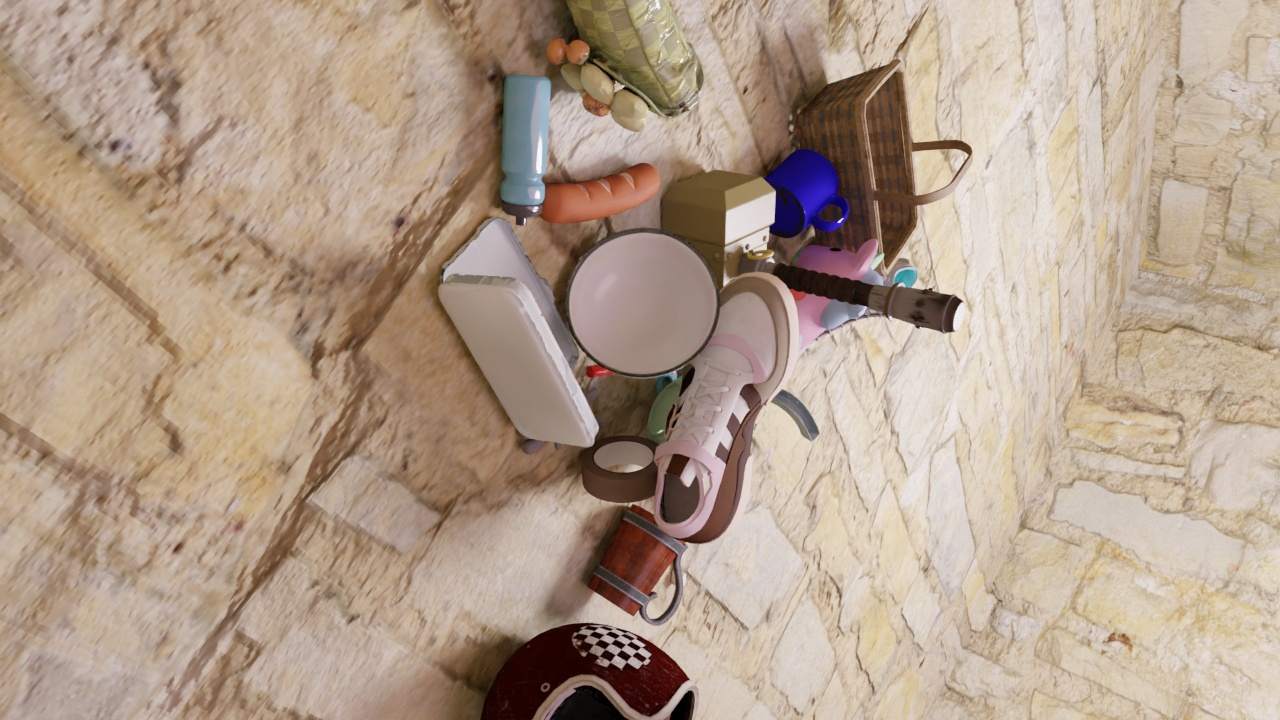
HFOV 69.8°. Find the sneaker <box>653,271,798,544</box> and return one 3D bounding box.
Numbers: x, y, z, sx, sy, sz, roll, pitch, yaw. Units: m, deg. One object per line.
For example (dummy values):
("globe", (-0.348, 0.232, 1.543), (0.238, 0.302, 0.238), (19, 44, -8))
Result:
("sneaker", (0.071, 0.046, 0.932), (0.116, 0.112, 0.294), (9, 100, -67))

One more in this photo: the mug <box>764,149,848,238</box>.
("mug", (0.206, -0.201, 1.148), (0.083, 0.111, 0.079), (-45, 161, -31))

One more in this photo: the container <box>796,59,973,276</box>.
("container", (0.325, -0.247, 1.193), (0.157, 0.187, 0.250), (-48, 134, -38))

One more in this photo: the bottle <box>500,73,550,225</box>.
("bottle", (-0.102, -0.184, 0.809), (0.040, 0.040, 0.130), (-17, 118, -49))

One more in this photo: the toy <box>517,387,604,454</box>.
("toy", (-0.080, 0.066, 0.961), (0.111, 0.030, 0.049), (-23, 108, -40))

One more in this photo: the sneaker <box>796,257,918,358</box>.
("sneaker", (0.268, -0.058, 1.252), (0.256, 0.160, 0.093), (-52, 140, -26))

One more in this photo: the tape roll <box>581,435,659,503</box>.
("tape roll", (-0.018, 0.119, 1.011), (0.093, 0.094, 0.030), (-28, 126, -43))

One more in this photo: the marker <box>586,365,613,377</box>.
("marker", (-0.006, 0.006, 1.037), (0.142, 0.013, 0.013), (-8, 112, -46))

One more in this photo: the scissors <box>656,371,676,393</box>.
("scissors", (0.024, -0.009, 1.083), (0.055, 0.015, 0.136), (-44, 132, -18))

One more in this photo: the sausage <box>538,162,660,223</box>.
("sausage", (-0.040, -0.163, 0.902), (0.163, 0.039, 0.044), (-24, 118, -45))

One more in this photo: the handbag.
("handbag", (-0.029, -0.289, 0.813), (0.116, 0.113, 0.186), (-43, 134, -14))

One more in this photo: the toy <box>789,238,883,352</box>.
("toy", (0.209, -0.067, 1.155), (0.221, 0.171, 0.120), (-59, 144, -33))

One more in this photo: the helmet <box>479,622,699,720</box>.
("helmet", (-0.047, 0.408, 0.966), (0.233, 0.254, 0.234), (-31, 135, -61))

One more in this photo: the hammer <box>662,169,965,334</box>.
("hammer", (0.183, -0.083, 0.983), (0.100, 0.325, 0.190), (-29, 127, -44))

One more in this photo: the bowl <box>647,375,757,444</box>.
("bowl", (0.059, 0.071, 1.059), (0.077, 0.151, 0.150), (28, 82, -24))

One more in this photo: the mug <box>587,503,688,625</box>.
("mug", (0.007, 0.250, 1.101), (0.117, 0.081, 0.111), (37, 77, -16))

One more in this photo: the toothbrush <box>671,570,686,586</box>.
("toothbrush", (0.053, 0.225, 1.219), (0.015, 0.018, 0.181), (-26, 124, -47))

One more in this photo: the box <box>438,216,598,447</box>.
("box", (-0.094, -0.019, 0.841), (0.129, 0.106, 0.211), (-56, 142, -25))

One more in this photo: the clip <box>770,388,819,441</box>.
("clip", (0.145, 0.072, 1.219), (0.031, 0.169, 0.165), (-38, 165, -38))

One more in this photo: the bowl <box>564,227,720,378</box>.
("bowl", (0.003, -0.051, 0.934), (0.153, 0.153, 0.073), (-64, 173, -10))
